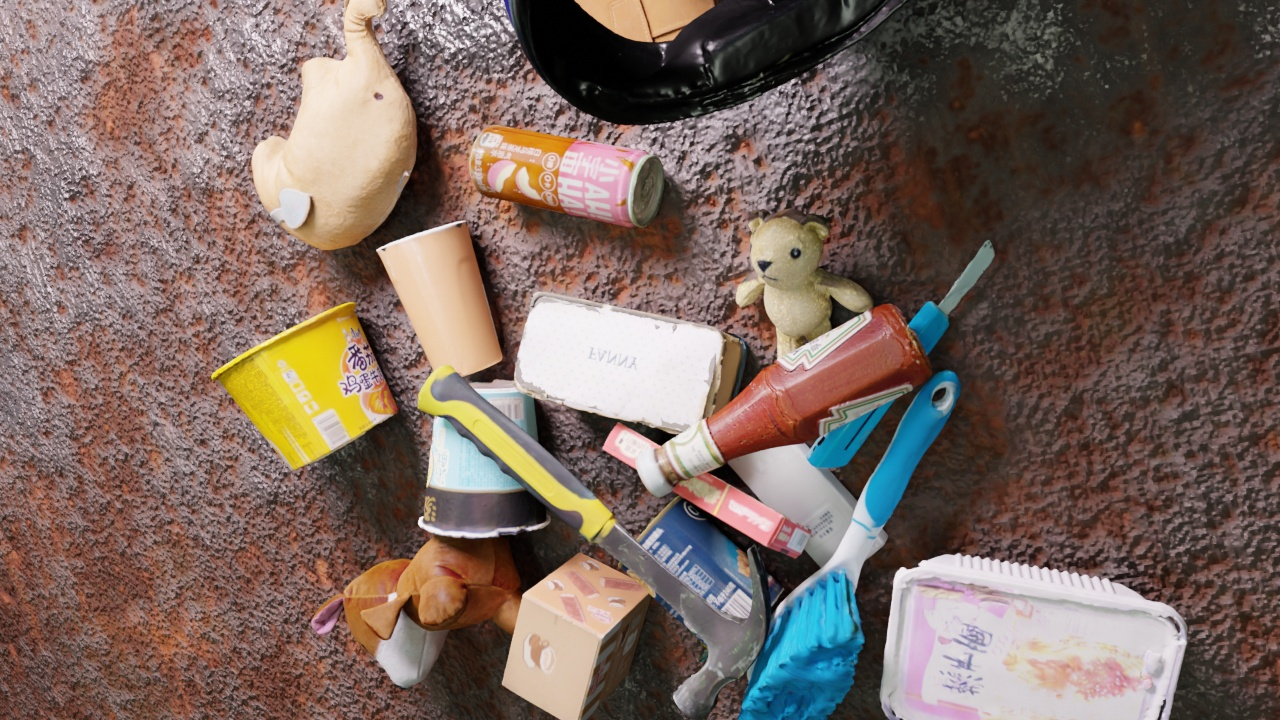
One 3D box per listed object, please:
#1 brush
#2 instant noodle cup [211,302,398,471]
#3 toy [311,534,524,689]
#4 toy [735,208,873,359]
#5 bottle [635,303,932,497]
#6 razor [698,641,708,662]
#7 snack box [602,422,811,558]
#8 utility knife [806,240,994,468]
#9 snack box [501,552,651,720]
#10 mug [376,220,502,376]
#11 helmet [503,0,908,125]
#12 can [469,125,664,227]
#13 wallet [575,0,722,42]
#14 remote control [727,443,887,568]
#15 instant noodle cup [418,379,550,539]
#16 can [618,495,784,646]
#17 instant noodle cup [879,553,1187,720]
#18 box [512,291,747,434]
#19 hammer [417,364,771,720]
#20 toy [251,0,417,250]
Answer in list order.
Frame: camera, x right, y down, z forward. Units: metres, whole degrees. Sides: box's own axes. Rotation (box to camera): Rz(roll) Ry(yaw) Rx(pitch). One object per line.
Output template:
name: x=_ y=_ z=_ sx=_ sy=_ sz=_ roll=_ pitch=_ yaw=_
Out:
brush: x=0.142 y=0.153 z=0.642 sx=0.060 sy=0.109 sz=0.315 roll=21 pitch=125 yaw=-3
instant noodle cup: x=-0.293 y=0.026 z=0.829 sx=0.138 sy=0.137 sz=0.110 roll=-25 pitch=99 yaw=28
toy: x=-0.191 y=0.222 z=0.814 sx=0.200 sy=0.140 sz=0.130 roll=-18 pitch=59 yaw=34
toy: x=0.110 y=-0.030 z=0.650 sx=0.105 sy=0.066 sz=0.157 roll=9 pitch=120 yaw=39
bottle: x=0.091 y=0.033 z=0.620 sx=0.206 sy=0.059 sz=0.060 roll=-29 pitch=88 yaw=13
razor: x=0.022 y=0.193 z=0.763 sx=0.132 sy=0.028 sz=0.043 roll=45 pitch=146 yaw=8
snack box: x=0.049 y=0.097 z=0.685 sx=0.153 sy=0.075 sz=0.025 roll=27 pitch=85 yaw=32
utility knife: x=0.183 y=0.000 z=0.640 sx=0.199 sy=0.034 sz=0.018 roll=-58 pitch=35 yaw=23
snack box: x=-0.052 y=0.231 z=0.771 sx=0.077 sy=0.094 sz=0.093 roll=23 pitch=111 yaw=21
mug: x=-0.164 y=-0.049 z=0.779 sx=0.078 sy=0.078 sz=0.123 roll=-14 pitch=101 yaw=28
helmet: x=0.052 y=-0.306 z=0.513 sx=0.316 sy=0.247 sz=0.240 roll=-33 pitch=46 yaw=20
can: x=-0.059 y=-0.143 z=0.711 sx=0.147 sy=0.057 sz=0.058 roll=15 pitch=108 yaw=23
wallet: x=-0.007 y=-0.268 z=0.674 sx=0.132 sy=0.031 sz=0.108 roll=-10 pitch=95 yaw=29
remote control: x=0.122 y=0.100 z=0.697 sx=0.135 sy=0.019 sz=0.056 roll=48 pitch=121 yaw=9
instant noodle cup: x=-0.132 y=0.078 z=0.778 sx=0.111 sy=0.111 sz=0.120 roll=2 pitch=94 yaw=26
can: x=0.048 y=0.170 z=0.719 sx=0.111 sy=0.075 sz=0.075 roll=41 pitch=116 yaw=12
instant noodle cup: x=0.257 y=0.195 z=0.618 sx=0.174 sy=0.060 sz=0.138 roll=8 pitch=113 yaw=19
box: x=-0.004 y=0.004 z=0.706 sx=0.184 sy=0.060 sz=0.090 roll=15 pitch=90 yaw=22
hammer: x=-0.039 y=0.113 z=0.688 sx=0.323 sy=0.032 sz=0.126 roll=39 pitch=100 yaw=13
toy: x=-0.246 y=-0.199 z=0.779 sx=0.143 sy=0.082 sz=0.226 roll=40 pitch=113 yaw=4
